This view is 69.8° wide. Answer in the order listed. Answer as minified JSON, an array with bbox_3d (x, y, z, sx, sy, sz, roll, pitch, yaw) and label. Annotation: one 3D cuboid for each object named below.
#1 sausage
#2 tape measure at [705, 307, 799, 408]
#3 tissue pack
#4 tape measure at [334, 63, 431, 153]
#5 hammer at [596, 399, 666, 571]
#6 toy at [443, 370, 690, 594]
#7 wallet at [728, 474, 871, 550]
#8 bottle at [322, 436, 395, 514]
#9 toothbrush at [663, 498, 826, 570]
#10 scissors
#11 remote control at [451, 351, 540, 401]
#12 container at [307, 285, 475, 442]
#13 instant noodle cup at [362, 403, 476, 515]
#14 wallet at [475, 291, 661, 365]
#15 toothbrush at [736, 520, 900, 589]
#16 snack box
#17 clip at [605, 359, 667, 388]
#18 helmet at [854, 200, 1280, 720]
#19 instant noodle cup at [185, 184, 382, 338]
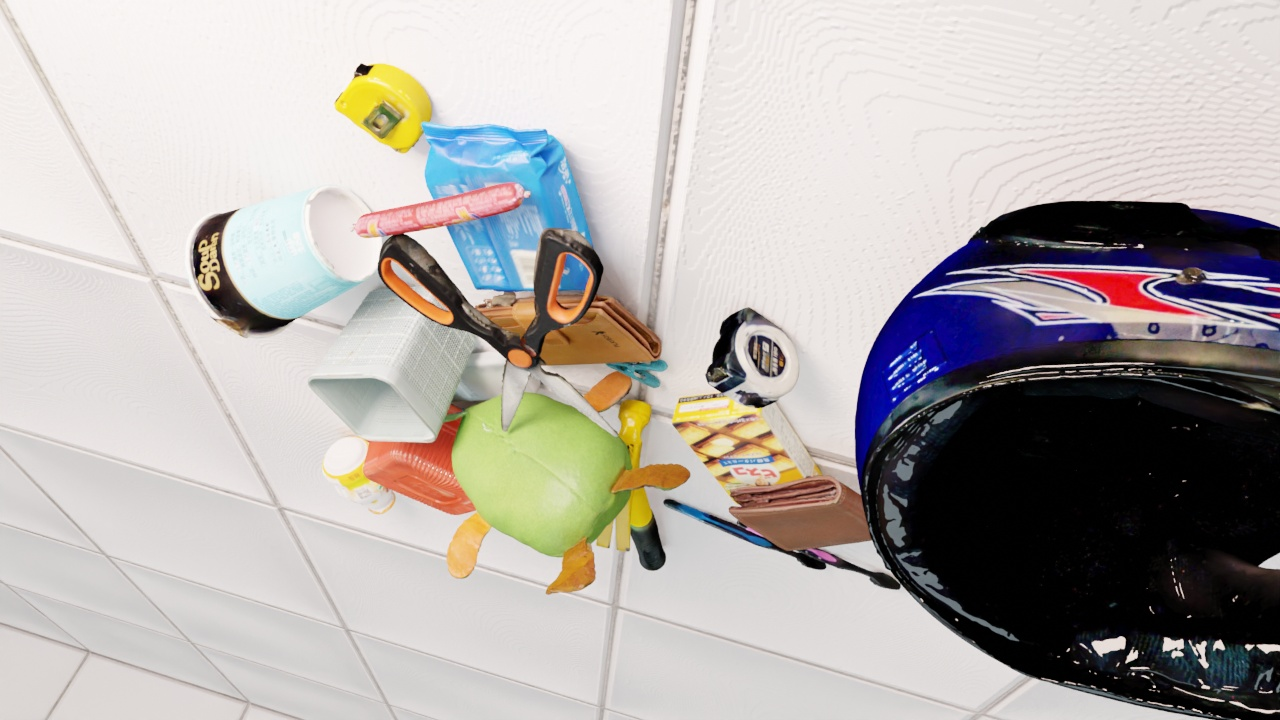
[{"bbox_3d":[-0.137,-0.099,0.616,0.156,0.020,0.020,-5,138,30],"label":"sausage"},{"bbox_3d":[0.087,0.002,0.698,0.066,0.065,0.034,34,146,-17],"label":"tape measure"},{"bbox_3d":[-0.089,-0.106,0.648,0.095,0.052,0.157,4,142,17],"label":"tissue pack"},{"bbox_3d":[-0.172,-0.170,0.621,0.060,0.028,0.057,36,141,-23],"label":"tape measure"},{"bbox_3d":[-0.001,0.159,0.932,0.033,0.128,0.301,8,153,11],"label":"hammer"},{"bbox_3d":[-0.081,0.096,0.779,0.247,0.226,0.090,29,159,42],"label":"toy"},{"bbox_3d":[0.156,0.140,0.830,0.125,0.032,0.101,-16,140,40],"label":"wallet"},{"bbox_3d":[-0.323,0.137,1.070,0.063,0.063,0.108,5,142,19],"label":"bottle"},{"bbox_3d":[0.111,0.186,0.978,0.189,0.014,0.016,23,168,-4],"label":"toothbrush"},{"bbox_3d":[-0.091,-0.024,0.674,0.234,0.021,0.222,35,136,-12],"label":"scissors"},{"bbox_3d":[-0.161,0.016,0.869,0.136,0.020,0.056,-5,140,29],"label":"remote control"},{"bbox_3d":[-0.207,0.000,0.792,0.090,0.111,0.090,-1,140,27],"label":"container"},{"bbox_3d":[-0.206,0.097,0.937,0.188,0.079,0.165,30,151,-23],"label":"instant noodle cup"},{"bbox_3d":[-0.062,-0.024,0.745,0.132,0.031,0.108,-2,158,26],"label":"wallet"},{"bbox_3d":[0.187,0.205,0.968,0.189,0.014,0.018,23,157,-4],"label":"toothbrush"},{"bbox_3d":[0.098,0.080,0.826,0.087,0.033,0.140,-8,139,32],"label":"snack box"},{"bbox_3d":[-0.005,0.005,0.790,0.054,0.013,0.034,19,144,-3],"label":"clip"},{"bbox_3d":[0.281,0.033,0.492,0.316,0.239,0.247,2,120,36],"label":"helmet"},{"bbox_3d":[-0.273,-0.083,0.726,0.121,0.111,0.111,-14,134,28],"label":"instant noodle cup"}]
